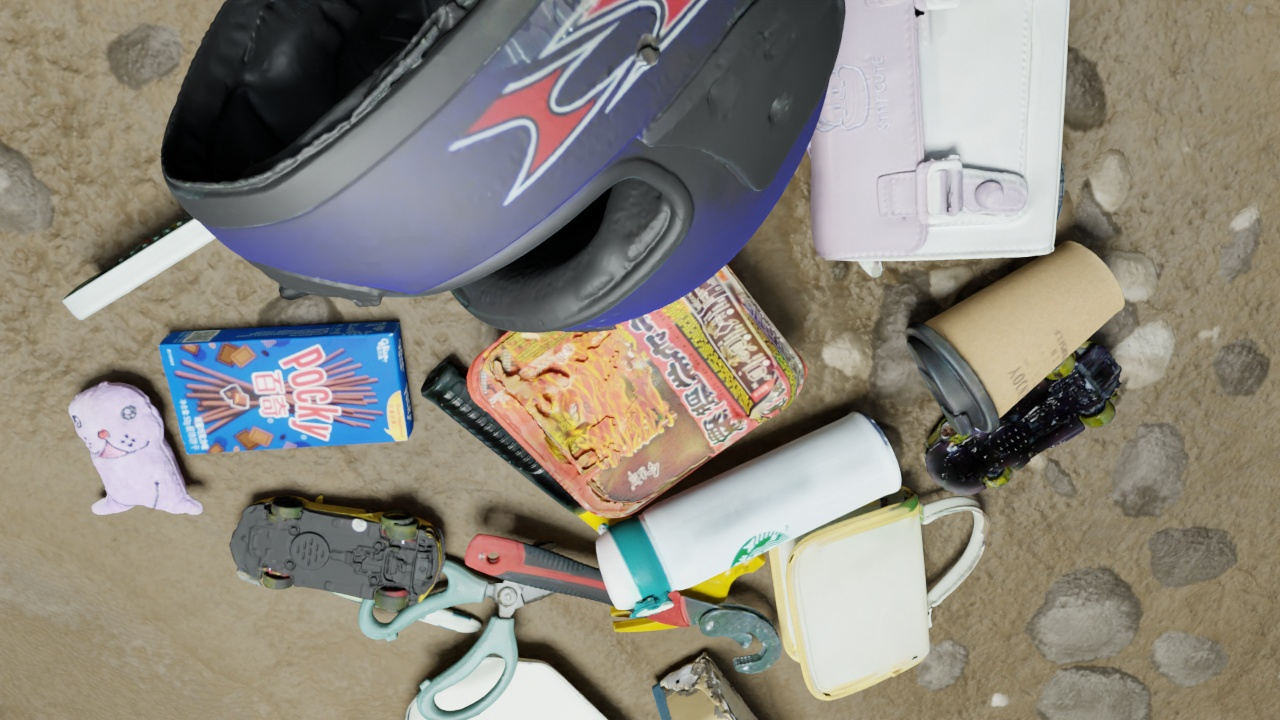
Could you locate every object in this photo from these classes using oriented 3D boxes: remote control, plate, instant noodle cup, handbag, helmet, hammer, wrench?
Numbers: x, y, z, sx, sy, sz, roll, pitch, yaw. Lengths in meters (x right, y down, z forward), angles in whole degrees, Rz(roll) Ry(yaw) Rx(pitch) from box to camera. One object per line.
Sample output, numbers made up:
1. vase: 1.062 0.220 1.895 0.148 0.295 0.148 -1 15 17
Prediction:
1. remote control: -0.296 -0.073 0.578 0.135 0.056 0.019 -29 114 9
2. plate: -0.090 0.348 0.806 0.162 0.034 0.266 -35 113 10
3. instant noodle cup: -0.004 0.004 0.628 0.189 0.079 0.164 -36 113 10
4. handbag: 0.170 -0.161 0.543 0.145 0.098 0.197 -1 110 16
5. helmet: -0.039 -0.131 0.455 0.315 0.248 0.240 -58 138 -13
6. hammer: -0.043 0.107 0.699 0.129 0.032 0.300 -42 112 12
7. wrench: -0.005 0.186 0.712 0.273 0.016 0.056 24 110 -17
8. handbag: 0.196 0.174 0.742 0.178 0.063 0.163 -16 115 -8

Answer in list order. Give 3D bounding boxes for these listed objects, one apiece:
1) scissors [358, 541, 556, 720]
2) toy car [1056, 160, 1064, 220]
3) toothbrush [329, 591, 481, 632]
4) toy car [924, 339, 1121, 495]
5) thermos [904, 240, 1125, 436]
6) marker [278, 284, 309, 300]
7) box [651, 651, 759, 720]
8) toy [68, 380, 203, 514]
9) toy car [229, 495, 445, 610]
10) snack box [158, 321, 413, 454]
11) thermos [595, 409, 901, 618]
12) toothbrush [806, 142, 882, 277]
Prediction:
1. scissors: -0.126 0.217 0.727 0.177 0.019 0.169 -13 94 -8
2. toy car: 0.222 -0.112 0.620 0.121 0.036 0.054 -4 112 8
3. toothbrush: -0.217 0.186 0.730 0.191 0.018 0.016 21 106 -17
4. toy car: 0.286 0.043 0.694 0.158 0.042 0.070 -39 113 19
5. thermos: 0.258 -0.017 0.642 0.143 0.093 0.093 -35 113 3
6. marker: -0.185 -0.065 0.615 0.124 0.015 0.018 -18 111 5
7. box: 0.083 0.343 0.790 0.062 0.089 0.184 -31 113 2
8. toy: -0.362 0.063 0.645 0.084 0.038 0.108 -4 117 6
9. toy car: -0.226 0.140 0.687 0.156 0.041 0.071 8 99 -1
10. snack box: -0.244 0.019 0.641 0.157 0.026 0.085 -3 115 -4
11. thermos: 0.075 0.113 0.667 0.224 0.073 0.073 -24 115 -7
12. toothbrush: 0.122 -0.132 0.610 0.016 0.017 0.187 -29 114 9
